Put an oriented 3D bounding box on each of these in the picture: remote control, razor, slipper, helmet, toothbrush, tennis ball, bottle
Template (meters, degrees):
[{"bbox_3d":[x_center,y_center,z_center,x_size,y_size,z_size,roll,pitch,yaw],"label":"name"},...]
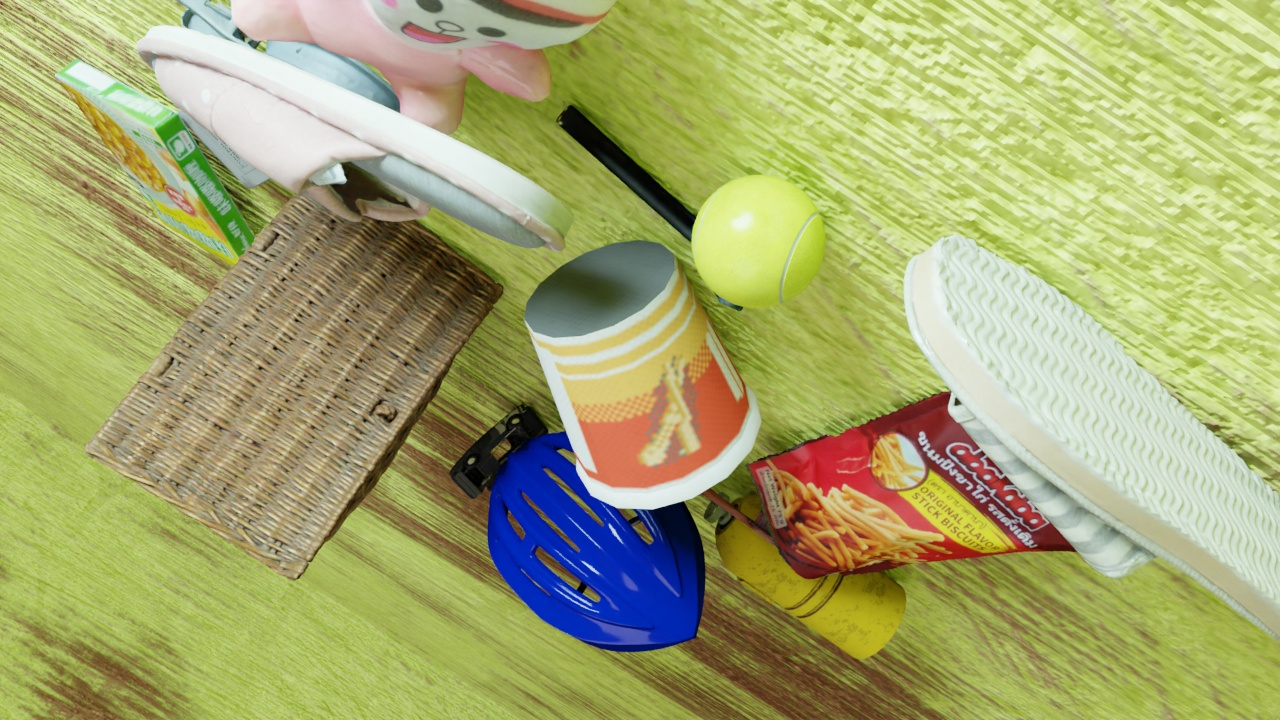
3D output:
[{"bbox_3d":[-0.273,-0.167,0.648,0.151,0.019,0.074,-3,133,49],"label":"remote control"},{"bbox_3d":[0.010,-0.086,0.506,0.144,0.022,0.042,45,-172,-16],"label":"razor"},{"bbox_3d":[-0.159,-0.106,0.478,0.274,0.054,0.114,24,178,21],"label":"slipper"},{"bbox_3d":[-0.024,0.158,0.766,0.241,0.147,0.228,39,172,30],"label":"helmet"},{"bbox_3d":[0.220,0.045,0.423,0.272,0.114,0.054,36,130,-12],"label":"slipper"},{"bbox_3d":[0.029,0.081,0.702,0.190,0.016,0.016,33,-177,19],"label":"toothbrush"},{"bbox_3d":[0.058,-0.058,0.453,0.065,0.065,0.065,24,150,14],"label":"tennis ball"},{"bbox_3d":[0.122,0.161,0.722,0.164,0.070,0.071,36,151,-7],"label":"bottle"}]

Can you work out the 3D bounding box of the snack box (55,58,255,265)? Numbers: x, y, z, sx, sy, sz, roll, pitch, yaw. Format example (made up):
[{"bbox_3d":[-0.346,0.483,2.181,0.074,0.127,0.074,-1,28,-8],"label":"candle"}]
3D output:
[{"bbox_3d":[-0.390,-0.154,0.757,0.132,0.027,0.168,28,152,23],"label":"snack box"}]

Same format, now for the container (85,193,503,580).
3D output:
[{"bbox_3d":[-0.243,0.021,0.700,0.162,0.249,0.183,33,161,-2],"label":"container"}]

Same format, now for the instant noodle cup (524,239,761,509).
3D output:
[{"bbox_3d":[-0.003,0.003,0.561,0.124,0.123,0.121,7,135,38],"label":"instant noodle cup"}]

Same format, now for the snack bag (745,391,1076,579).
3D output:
[{"bbox_3d":[0.174,0.085,0.596,0.139,0.066,0.209,47,139,-14],"label":"snack bag"}]

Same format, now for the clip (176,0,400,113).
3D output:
[{"bbox_3d":[-0.197,-0.175,0.524,0.163,0.028,0.115,31,166,-9],"label":"clip"}]

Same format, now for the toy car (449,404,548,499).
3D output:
[{"bbox_3d":[-0.128,0.080,0.821,0.037,0.092,0.040,34,163,51],"label":"toy car"}]

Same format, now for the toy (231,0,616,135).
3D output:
[{"bbox_3d":[-0.086,-0.174,0.392,0.142,0.084,0.214,27,161,-30],"label":"toy"}]
